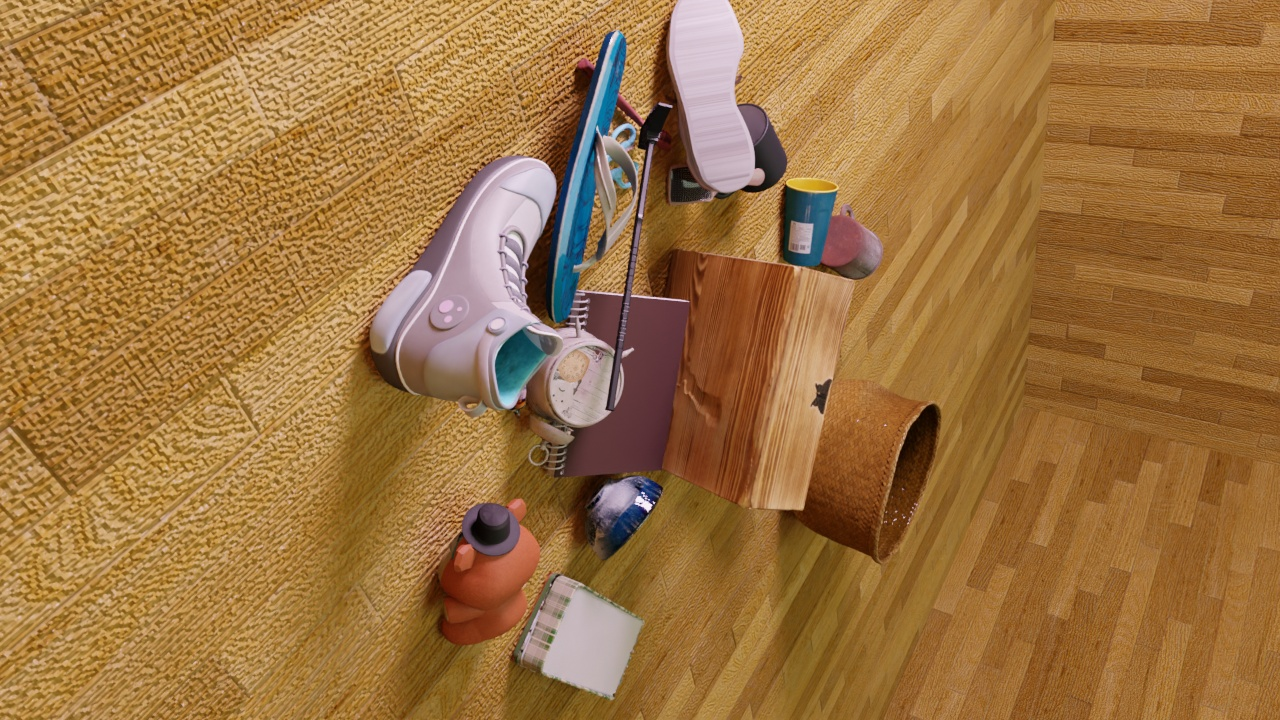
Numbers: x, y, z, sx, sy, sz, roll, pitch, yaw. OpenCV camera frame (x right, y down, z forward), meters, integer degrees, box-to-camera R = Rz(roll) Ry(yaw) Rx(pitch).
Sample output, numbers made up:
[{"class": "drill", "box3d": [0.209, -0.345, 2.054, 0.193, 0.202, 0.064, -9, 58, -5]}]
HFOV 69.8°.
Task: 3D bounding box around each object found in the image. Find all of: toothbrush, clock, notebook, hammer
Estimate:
[{"class": "toothbrush", "box3d": [-0.012, -0.277, 1.001, 0.189, 0.016, 0.016, 27, 75, -57]}, {"class": "clock", "box3d": [-0.075, 0.040, 0.964, 0.103, 0.061, 0.156, 30, 84, -34]}, {"class": "notebook", "box3d": [-0.026, 0.029, 1.056, 0.171, 0.022, 0.209, 2, 101, -40]}, {"class": "hammer", "box3d": [-0.006, -0.108, 0.955, 0.095, 0.015, 0.324, 146, -47, -75]}]

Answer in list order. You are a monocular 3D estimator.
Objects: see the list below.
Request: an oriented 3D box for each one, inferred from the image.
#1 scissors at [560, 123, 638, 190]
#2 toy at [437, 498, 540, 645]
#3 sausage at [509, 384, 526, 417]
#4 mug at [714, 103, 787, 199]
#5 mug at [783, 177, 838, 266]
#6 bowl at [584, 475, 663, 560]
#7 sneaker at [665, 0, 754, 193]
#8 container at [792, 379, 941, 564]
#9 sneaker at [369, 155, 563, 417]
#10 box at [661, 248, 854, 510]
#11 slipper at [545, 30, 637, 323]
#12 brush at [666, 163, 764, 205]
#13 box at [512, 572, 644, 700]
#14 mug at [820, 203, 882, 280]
[{"class": "scissors", "box3d": [-0.043, -0.198, 0.996, 0.141, 0.015, 0.076, -44, 138, -31]}, {"class": "toy", "box3d": [-0.149, 0.210, 0.916, 0.111, 0.096, 0.176, -37, 160, -45]}, {"class": "sausage", "box3d": [-0.125, -0.015, 0.928, 0.020, 0.020, 0.155, -25, 123, -51]}, {"class": "mug", "box3d": [0.127, -0.260, 1.182, 0.113, 0.078, 0.088, -44, 145, 1]}, {"class": "mug", "box3d": [0.253, -0.208, 1.393, 0.078, 0.078, 0.121, -30, 131, -49]}, {"class": "bowl", "box3d": [-0.031, 0.177, 1.102, 0.114, 0.061, 0.114, -48, -176, 5]}, {"class": "sneaker", "box3d": [0.075, -0.307, 1.073, 0.099, 0.089, 0.236, -8, 92, -12]}, {"class": "container", "box3d": [0.400, 0.191, 1.660, 0.306, 0.197, 0.307, -30, 128, -48]}, {"class": "sneaker", "box3d": [-0.110, -0.070, 0.798, 0.256, 0.161, 0.093, -59, 145, -22]}, {"class": "box", "box3d": [0.187, 0.023, 1.198, 0.335, 0.286, 0.279, 6, 98, -38]}, {"class": "slipper", "box3d": [-0.039, -0.175, 0.913, 0.118, 0.060, 0.295, -29, 133, -79]}, {"class": "brush", "box3d": [0.096, -0.220, 1.131, 0.135, 0.015, 0.050, -10, 116, -22]}, {"class": "box", "box3d": [-0.071, 0.344, 1.134, 0.205, 0.051, 0.117, 47, 60, -54]}, {"class": "mug", "box3d": [0.343, -0.203, 1.526, 0.110, 0.096, 0.123, 15, 70, -62]}]
